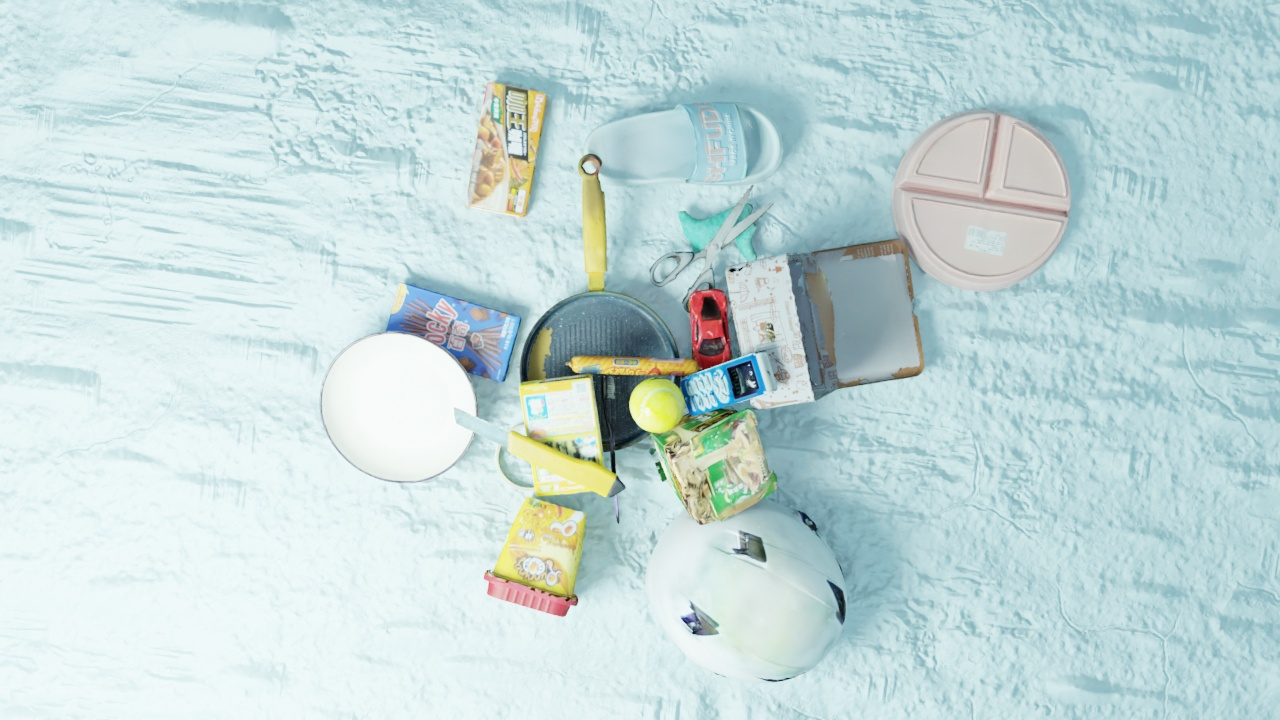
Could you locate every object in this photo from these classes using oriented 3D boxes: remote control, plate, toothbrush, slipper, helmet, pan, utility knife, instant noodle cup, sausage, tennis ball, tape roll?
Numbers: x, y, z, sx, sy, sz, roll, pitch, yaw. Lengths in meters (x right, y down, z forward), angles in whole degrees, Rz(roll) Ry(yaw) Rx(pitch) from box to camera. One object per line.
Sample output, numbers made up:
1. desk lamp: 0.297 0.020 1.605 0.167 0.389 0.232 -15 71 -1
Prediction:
1. remote control: 0.100 0.027 1.057 0.024 0.125 0.049 -12 84 -45
2. plate: 0.433 -0.202 1.152 0.229 0.028 0.229 0 92 -2
3. toothbrush: -0.033 0.108 1.115 0.016 0.014 0.189 -7 99 -13
4. slipper: 0.052 -0.263 1.115 0.245 0.074 0.104 -5 91 0
5. helmet: 0.139 0.284 1.102 0.258 0.146 0.229 35 91 -3
6. pan: -0.052 -0.066 1.116 0.197 0.078 0.357 -3 92 -2
7. utility knife: -0.120 0.107 1.079 0.223 0.015 0.033 26 101 -6
8. instant noodle cup: -0.120 0.234 1.115 0.116 0.116 0.123 17 80 -2
9. sausage: -0.006 0.006 1.095 0.165 0.021 0.021 2 92 -8
10. tennis ball: 0.020 0.053 1.084 0.065 0.065 0.065 0 92 -2
11. plate: -0.291 0.054 1.120 0.192 0.039 0.192 0 105 1
12. tape roll: -0.140 0.121 1.152 0.086 0.014 0.086 0 93 -2

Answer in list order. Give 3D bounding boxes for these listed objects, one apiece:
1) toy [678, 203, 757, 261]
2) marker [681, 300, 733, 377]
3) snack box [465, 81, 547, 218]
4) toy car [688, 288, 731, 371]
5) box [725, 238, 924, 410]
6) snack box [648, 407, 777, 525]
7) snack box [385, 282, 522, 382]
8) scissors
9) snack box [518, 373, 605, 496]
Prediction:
1. toy: 0.104 -0.158 1.142 0.092 0.030 0.096 -25 96 3
2. marker: 0.096 -0.037 1.153 0.017 0.017 0.145 33 91 -3
3. snack box: -0.165 -0.258 1.131 0.075 0.026 0.153 10 92 -3
4. toy car: 0.086 -0.035 1.129 0.049 0.031 0.106 -4 94 1
5. box: 0.220 -0.046 1.120 0.268 0.136 0.179 -11 92 -32
6. snack box: 0.079 0.114 1.100 0.117 0.106 0.118 -26 113 -16
7. snack box: -0.233 -0.035 1.137 0.157 0.026 0.084 16 92 -2
8. scissors: 0.085 -0.136 1.125 0.164 0.014 0.164 -1 111 2
9. snack box: -0.092 0.090 1.102 0.087 0.033 0.140 -7 98 3
